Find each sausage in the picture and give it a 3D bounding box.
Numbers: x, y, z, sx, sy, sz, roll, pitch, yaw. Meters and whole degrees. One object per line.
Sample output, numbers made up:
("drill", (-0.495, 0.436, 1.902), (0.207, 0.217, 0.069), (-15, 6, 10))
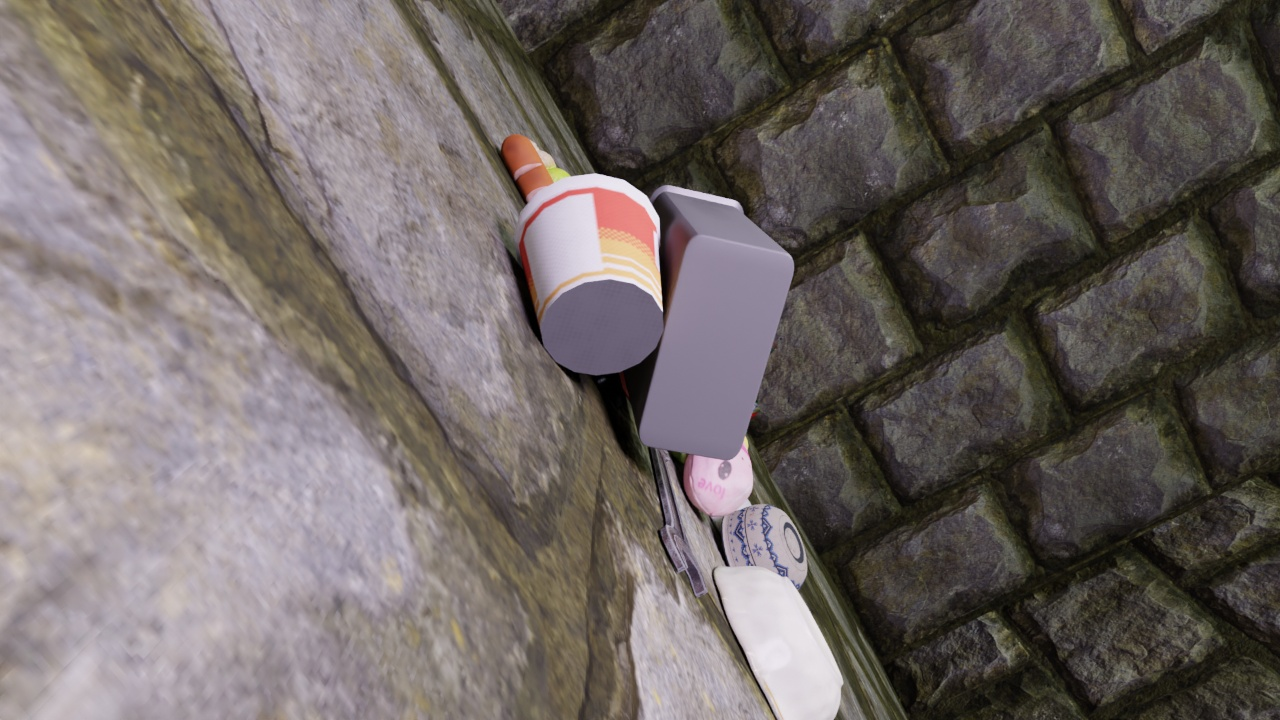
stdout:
("sausage", (-0.108, -0.179, 1.019), (0.164, 0.039, 0.044), (62, 3, 13))

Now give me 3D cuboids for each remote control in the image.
("remote control", (-0.035, -0.005, 0.892), (0.041, 0.020, 0.151), (59, 8, -28))

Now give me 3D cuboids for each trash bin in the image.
("trash bin", (0.048, -0.042, 0.832), (0.219, 0.097, 0.192), (-107, -151, -70))

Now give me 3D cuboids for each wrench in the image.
("wrench", (0.025, 0.123, 0.839), (0.070, 0.010, 0.273), (58, 6, -20))

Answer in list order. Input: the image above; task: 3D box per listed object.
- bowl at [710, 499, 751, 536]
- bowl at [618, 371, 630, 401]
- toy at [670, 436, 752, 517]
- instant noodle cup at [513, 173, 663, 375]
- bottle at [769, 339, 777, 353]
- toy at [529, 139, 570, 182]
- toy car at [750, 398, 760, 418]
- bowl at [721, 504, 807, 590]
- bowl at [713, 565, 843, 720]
("bowl", (0.119, 0.192, 1.134), (0.149, 0.043, 0.149), (59, 6, -11))
("bowl", (-0.006, 0.006, 1.013), (0.122, 0.035, 0.122), (59, 6, -11))
("toy", (0.069, 0.079, 1.049), (0.190, 0.088, 0.238), (61, 7, -46))
("instant noodle cup", (-0.037, -0.063, 0.735), (0.123, 0.123, 0.121), (55, 15, -40))
("bottle", (0.115, 0.016, 1.308), (0.055, 0.174, 0.055), (59, 6, -11))
("toy", (-0.117, -0.237, 1.200), (0.115, 0.046, 0.092), (53, 5, -1))
("toy car", (0.093, 0.027, 0.994), (0.091, 0.036, 0.042), (45, 15, -26))
("bowl", (0.144, 0.212, 1.020), (0.115, 0.059, 0.115), (46, 29, -36))
("bowl", (0.140, 0.269, 0.873), (0.188, 0.060, 0.219), (58, 6, -27))
